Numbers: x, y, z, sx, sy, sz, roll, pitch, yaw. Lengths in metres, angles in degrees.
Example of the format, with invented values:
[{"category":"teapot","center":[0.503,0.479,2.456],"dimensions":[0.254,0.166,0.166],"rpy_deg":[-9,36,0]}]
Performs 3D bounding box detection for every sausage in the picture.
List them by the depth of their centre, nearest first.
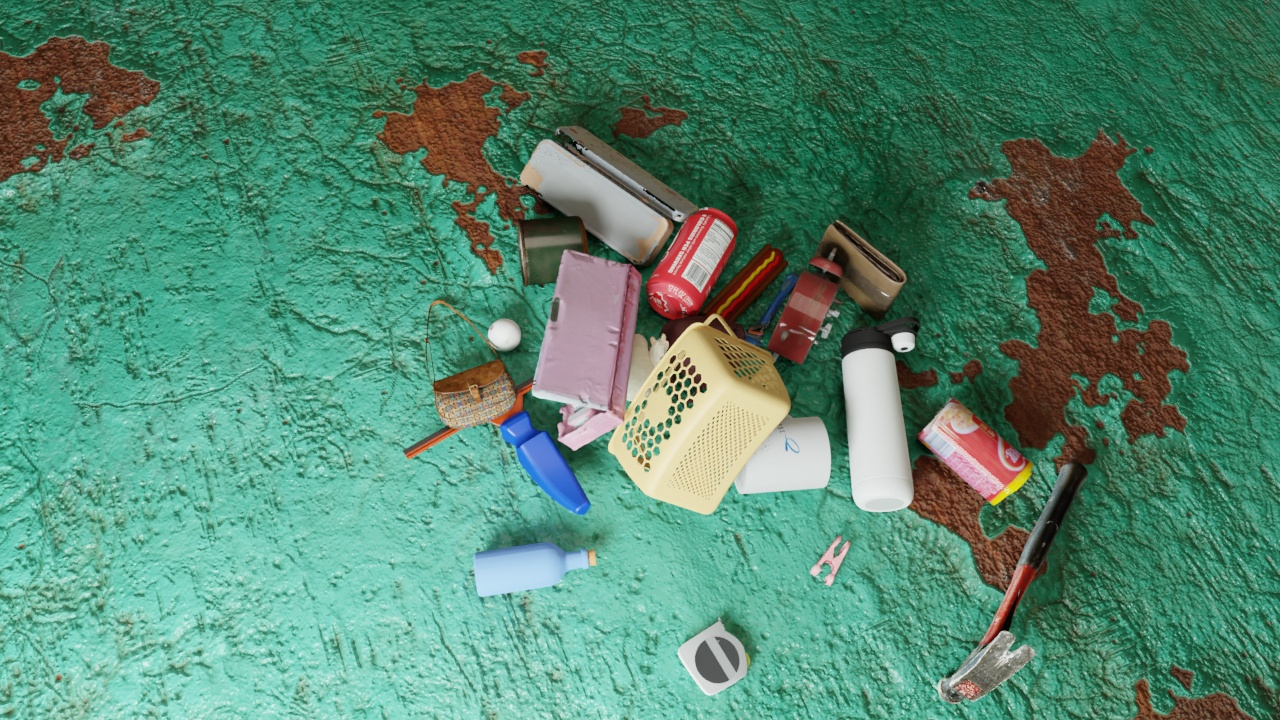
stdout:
[{"category":"sausage","center":[0.133,-0.092,1.181],"dimensions":[0.040,0.040,0.155],"rpy_deg":[39,67,14]}]

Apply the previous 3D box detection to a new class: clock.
[{"category":"clock","center":[0.214,-0.067,1.133],"dimensions":[0.062,0.110,0.156],"rpy_deg":[25,71,9]}]

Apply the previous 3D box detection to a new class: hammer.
[{"category":"hammer","center":[0.431,0.230,1.014],"dimensions":[0.036,0.141,0.325],"rpy_deg":[35,58,12]}]

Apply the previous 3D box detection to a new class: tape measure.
[{"category":"tape measure","center":[0.080,0.320,0.987],"dimensions":[0.064,0.017,0.065],"rpy_deg":[-28,69,-16]}]

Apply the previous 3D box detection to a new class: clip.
[{"category":"clip","center":[0.213,0.225,1.044],"dimensions":[0.044,0.023,0.060],"rpy_deg":[15,69,1]}]

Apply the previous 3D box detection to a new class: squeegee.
[{"category":"squeegee","center":[-0.116,0.109,1.051],"dimensions":[0.249,0.055,0.185],"rpy_deg":[-30,54,-21]}]

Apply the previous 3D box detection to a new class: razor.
[{"category":"razor","center":[0.168,-0.062,1.181],"dimensions":[0.044,0.018,0.140],"rpy_deg":[20,58,34]}]

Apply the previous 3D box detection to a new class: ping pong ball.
[{"category":"ping pong ball","center":[-0.167,-0.031,1.125],"dimensions":[0.040,0.040,0.040],"rpy_deg":[2,64,-4]}]

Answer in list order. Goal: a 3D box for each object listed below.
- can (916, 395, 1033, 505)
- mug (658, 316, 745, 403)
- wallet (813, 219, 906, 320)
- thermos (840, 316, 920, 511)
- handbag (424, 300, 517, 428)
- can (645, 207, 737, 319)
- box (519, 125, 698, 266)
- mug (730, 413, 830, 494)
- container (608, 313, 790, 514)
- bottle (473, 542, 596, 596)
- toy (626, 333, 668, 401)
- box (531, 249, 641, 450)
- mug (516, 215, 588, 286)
[{"category":"can","center":[0.396,0.108,1.089],"dimensions":[0.066,0.067,0.124],"rpy_deg":[-41,73,-21]},{"category":"mug","center":[0.064,-0.005,1.120],"dimensions":[0.088,0.087,0.114],"rpy_deg":[22,91,25]},{"category":"wallet","center":[0.277,-0.114,1.170],"dimensions":[0.121,0.099,0.026],"rpy_deg":[43,70,15]},{"category":"thermos","center":[0.296,0.060,1.097],"dimensions":[0.101,0.068,0.229],"rpy_deg":[-9,61,19]},{"category":"handbag","center":[-0.216,-0.010,1.096],"dimensions":[0.093,0.043,0.195],"rpy_deg":[-20,54,-11]},{"category":"can","center":[0.066,-0.122,1.170],"dimensions":[0.074,0.074,0.142],"rpy_deg":[27,65,8]},{"category":"box","center":[-0.041,-0.223,1.233],"dimensions":[0.217,0.095,0.115],"rpy_deg":[37,97,13]},{"category":"mug","center":[0.157,0.098,1.074],"dimensions":[0.096,0.083,0.119],"rpy_deg":[-3,37,-7]},{"category":"container","center":[0.056,0.052,1.014],"dimensions":[0.129,0.184,0.167],"rpy_deg":[22,22,-30]},{"category":"bottle","center":[-0.113,0.224,1.000],"dimensions":[0.131,0.048,0.048],"rpy_deg":[-7,65,-8]},{"category":"toy","center":[-0.007,0.006,1.111],"dimensions":[0.112,0.050,0.087],"rpy_deg":[-20,60,19]},{"category":"box","center":[-0.070,-0.027,1.054],"dimensions":[0.107,0.100,0.232],"rpy_deg":[34,44,-28]},{"category":"mug","center":[-0.114,-0.148,1.169],"dimensions":[0.081,0.085,0.111],"rpy_deg":[-7,41,-10]}]
